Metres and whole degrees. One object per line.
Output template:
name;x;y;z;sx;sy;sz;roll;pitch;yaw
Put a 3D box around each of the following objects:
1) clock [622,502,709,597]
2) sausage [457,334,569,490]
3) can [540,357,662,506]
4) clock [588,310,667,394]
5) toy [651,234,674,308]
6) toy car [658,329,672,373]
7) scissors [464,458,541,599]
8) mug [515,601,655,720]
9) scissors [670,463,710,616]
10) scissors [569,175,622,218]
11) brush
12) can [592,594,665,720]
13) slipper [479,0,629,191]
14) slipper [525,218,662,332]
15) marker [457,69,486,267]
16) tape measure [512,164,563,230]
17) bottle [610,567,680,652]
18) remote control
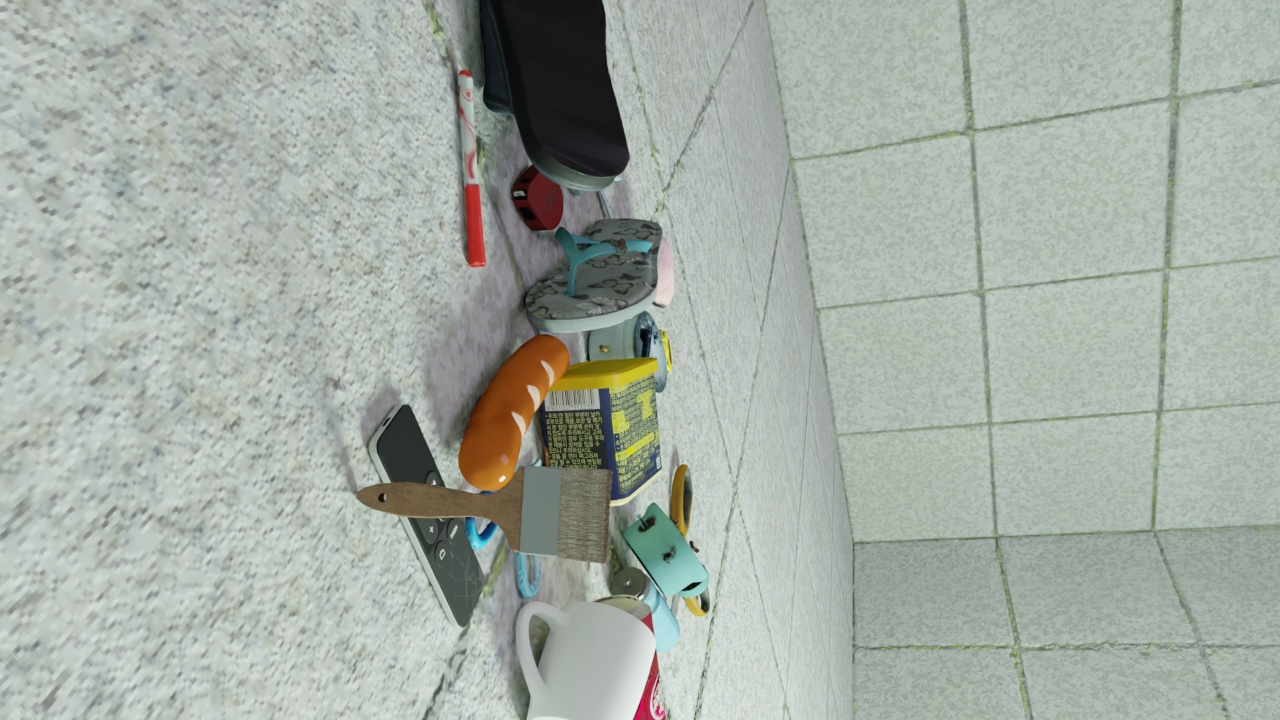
clock;0.026;0.190;0.900;0.090;0.053;0.124;51;-10;29
sausage;-0.088;0.030;0.642;0.039;0.044;0.163;-58;-174;33
can;-0.031;0.057;0.773;0.135;0.075;0.104;-21;106;-73
clock;-0.005;0.005;0.888;0.083;0.057;0.118;-83;155;-44
toy;0.009;-0.103;0.997;0.102;0.050;0.093;-10;97;-70
toy car;0.018;-0.005;0.988;0.107;0.030;0.049;136;-51;-82
scissors;-0.093;0.108;0.653;0.140;0.011;0.134;4;83;-73
mug;-0.050;0.227;0.667;0.114;0.081;0.087;41;42;-20
scissors;0.050;0.227;1.079;0.225;0.016;0.229;53;34;-58
scissors;-0.047;-0.186;0.917;0.165;0.024;0.171;-82;157;-55
brush;-0.083;0.073;0.468;0.008;0.143;0.045;15;78;-71
can;-0.016;0.259;0.765;0.063;0.063;0.114;-23;106;-72
slipper;-0.081;-0.226;0.717;0.108;0.084;0.265;8;57;-34
slipper;-0.025;-0.094;0.791;0.268;0.098;0.055;-63;158;-63
marker;-0.120;-0.136;0.648;0.012;0.013;0.142;12;73;-72
tape measure;-0.084;-0.131;0.755;0.058;0.019;0.051;-65;148;-48
bottle;0.004;0.238;0.881;0.130;0.040;0.040;65;25;-47
remote control;-0.126;0.096;0.553;0.045;0.008;0.147;-70;149;-56
